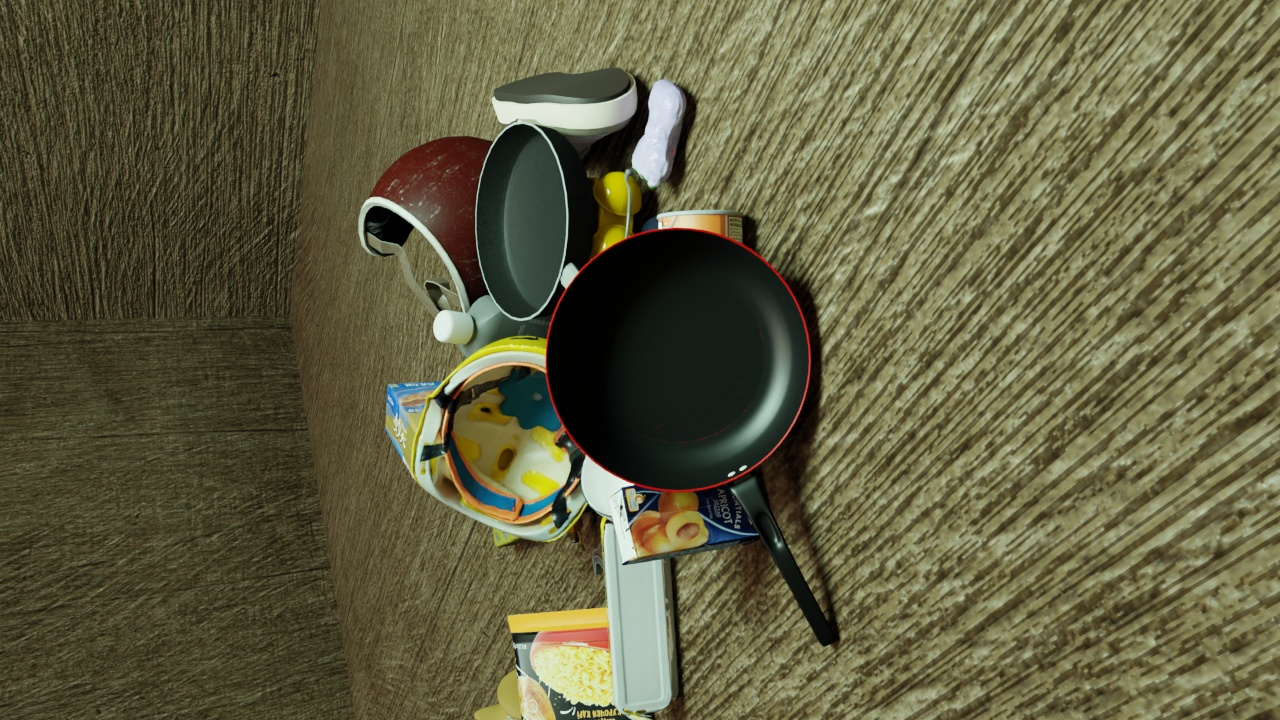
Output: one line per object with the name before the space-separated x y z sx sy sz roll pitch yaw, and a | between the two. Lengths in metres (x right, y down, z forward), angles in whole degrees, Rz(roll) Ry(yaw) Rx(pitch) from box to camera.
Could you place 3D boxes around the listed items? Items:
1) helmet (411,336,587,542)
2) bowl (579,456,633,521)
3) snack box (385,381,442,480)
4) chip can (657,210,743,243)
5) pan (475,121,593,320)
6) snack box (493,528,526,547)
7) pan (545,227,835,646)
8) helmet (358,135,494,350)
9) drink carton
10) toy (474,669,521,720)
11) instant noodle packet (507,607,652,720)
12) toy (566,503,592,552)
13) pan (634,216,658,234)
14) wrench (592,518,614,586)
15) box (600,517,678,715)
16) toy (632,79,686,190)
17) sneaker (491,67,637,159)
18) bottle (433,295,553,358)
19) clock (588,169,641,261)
helmet | -0.128 0.065 1.021 0.240 0.209 0.139 -61 8 22
bowl | 0.004 0.115 0.905 0.114 0.063 0.113 -20 48 24
snack box | -0.207 0.082 1.176 0.155 0.202 0.069 37 125 56
chip can | 0.054 -0.020 0.807 0.075 0.075 0.215 6 98 62
pan | -0.077 -0.099 0.915 0.355 0.044 0.205 50 132 40
snack box | -0.174 0.193 1.292 0.181 0.045 0.121 -35 61 58
pan | 0.065 0.064 0.740 0.356 0.209 0.067 61 -175 -2
helmet | -0.225 -0.148 1.144 0.233 0.252 0.234 33 148 21
drink carton | 0.044 0.133 0.786 0.040 0.130 0.064 134 127 -62
toy | -0.121 0.445 1.115 0.198 0.162 0.204 -109 39 -57
instant noodle packet | -0.061 0.390 1.021 0.032 0.160 0.220 18 -116 -74
toy | -0.081 0.182 1.104 0.076 0.062 0.100 -141 45 -79
pan | -0.006 0.006 0.984 0.198 0.021 0.358 65 146 35
wrench | -0.027 0.148 1.027 0.070 0.010 0.274 52 140 47
box | -0.008 0.255 0.953 0.080 0.080 0.209 -5 89 60
toy | 0.018 -0.224 0.899 0.080 0.036 0.100 -119 41 -56
sneaker | -0.086 -0.257 1.042 0.294 0.111 0.116 26 137 57
bottle | -0.162 -0.030 1.084 0.046 0.173 0.084 32 106 41
clock | -0.037 -0.136 0.964 0.152 0.052 0.113 167 108 -69
